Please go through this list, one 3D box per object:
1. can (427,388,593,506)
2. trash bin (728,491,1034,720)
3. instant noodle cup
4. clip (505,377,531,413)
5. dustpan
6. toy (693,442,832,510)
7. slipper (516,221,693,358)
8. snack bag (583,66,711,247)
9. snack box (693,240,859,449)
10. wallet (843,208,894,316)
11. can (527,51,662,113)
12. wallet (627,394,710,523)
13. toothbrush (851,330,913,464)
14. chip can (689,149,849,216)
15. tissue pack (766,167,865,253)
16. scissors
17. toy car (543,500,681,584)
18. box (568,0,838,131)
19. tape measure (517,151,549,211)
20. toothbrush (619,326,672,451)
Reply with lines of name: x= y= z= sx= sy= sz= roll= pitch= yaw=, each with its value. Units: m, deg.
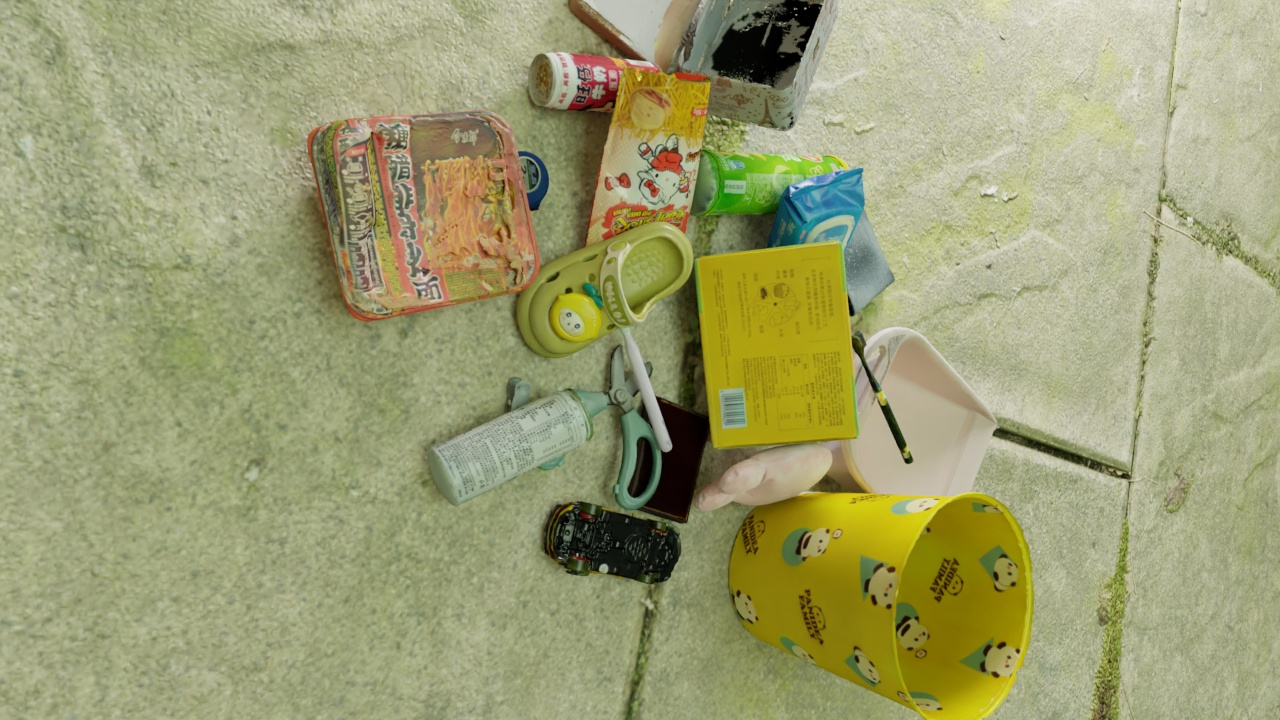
can: x=-0.119 y=0.078 z=0.845 sx=0.146 sy=0.058 sz=0.058 roll=-25 pitch=104 yaw=-26
trash bin: x=0.249 y=0.247 z=0.998 sx=0.229 sy=0.256 sz=0.229 roll=1 pitch=89 yaw=-36
instant noodle cup: x=-0.188 y=-0.127 z=0.795 sx=0.188 sy=0.079 sz=0.164 roll=-14 pitch=98 yaw=-34
clip: x=-0.120 y=0.045 z=0.882 sx=0.024 sy=0.030 sz=0.057 roll=4 pitch=97 yaw=-34
dustpan: x=0.336 y=0.093 z=1.108 sx=0.273 sy=0.139 sz=0.222 roll=29 pitch=70 yaw=-7
toy: x=0.135 y=0.128 z=1.004 sx=0.159 sy=0.122 sz=0.054 roll=-6 pitch=63 yaw=-38
slipper: x=-0.029 y=-0.070 z=0.883 sx=0.190 sy=0.081 sz=0.091 roll=-30 pitch=107 yaw=-9
snack bag: x=0.008 y=-0.185 z=0.921 sx=0.128 sy=0.073 sz=0.208 roll=-5 pitch=117 yaw=-36
snack box: x=0.147 y=-0.016 z=0.989 sx=0.158 sy=0.070 sz=0.210 roll=-6 pitch=94 yaw=9
wallet: x=0.273 y=-0.130 z=1.167 sx=0.097 sy=0.019 sz=0.121 roll=-38 pitch=109 yaw=-32
can: x=-0.043 y=-0.275 z=0.915 sx=0.132 sy=0.053 sz=0.053 roll=-8 pitch=94 yaw=-36
wallet: x=0.029 y=0.107 z=0.988 sx=0.096 sy=0.020 sz=0.122 roll=24 pitch=75 yaw=-38
toothbrush: x=0.277 y=0.044 z=1.044 sx=0.017 sy=0.012 sz=0.186 roll=-50 pitch=121 yaw=-38
chip can: x=0.140 y=-0.199 z=1.037 sx=0.220 sy=0.073 sz=0.072 roll=-7 pitch=93 yaw=-36
tissue pack: x=0.197 y=-0.149 z=1.036 sx=0.094 sy=0.157 sz=0.052 roll=-20 pitch=61 yaw=-17
scissors: x=-0.024 y=0.078 z=0.936 sx=0.172 sy=0.019 sz=0.179 roll=-43 pitch=101 yaw=-28
toy car: x=-0.026 y=0.187 z=0.932 sx=0.155 sy=0.041 sz=0.071 roll=19 pitch=79 yaw=-33
box: x=0.073 y=-0.374 z=0.979 sx=0.274 sy=0.124 sz=0.178 roll=24 pitch=74 yaw=-5
tape measure: x=-0.116 y=-0.172 z=0.880 sx=0.054 sy=0.025 sz=0.058 roll=-11 pitch=100 yaw=-37
toothbrush: x=-0.006 y=0.006 z=0.941 sx=0.029 sy=0.021 sz=0.189 roll=-22 pitch=92 yaw=-39
